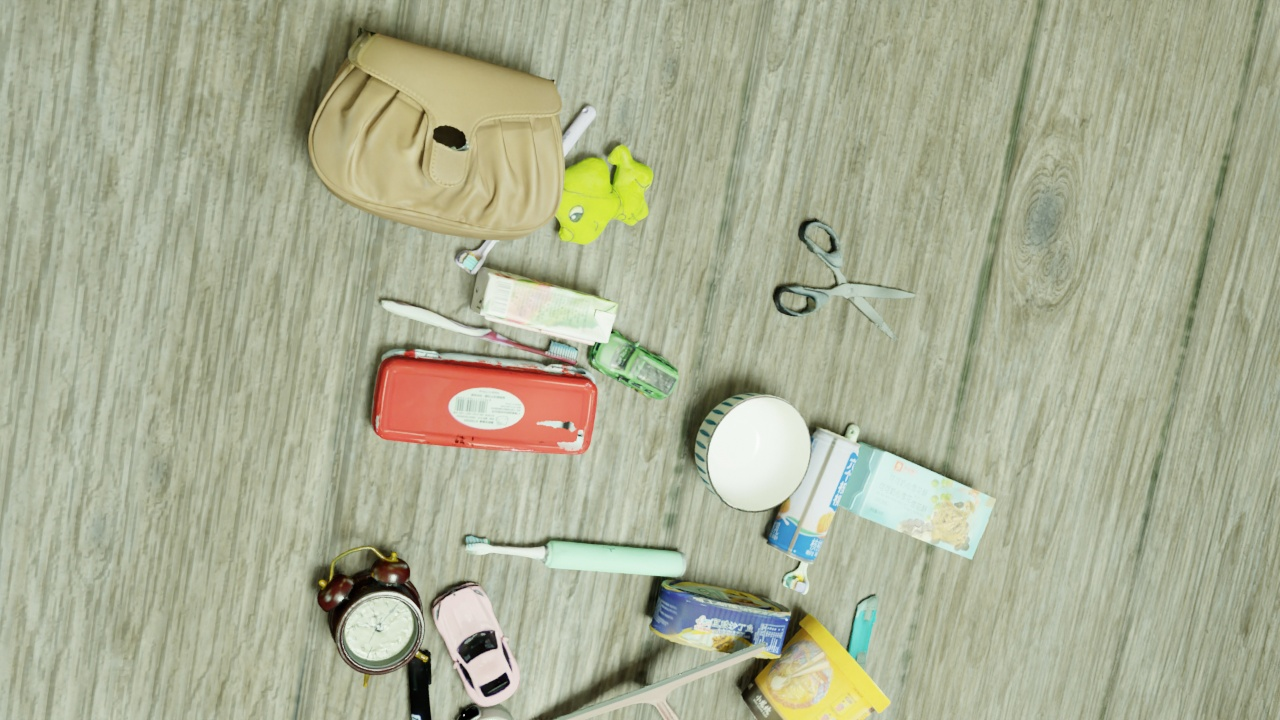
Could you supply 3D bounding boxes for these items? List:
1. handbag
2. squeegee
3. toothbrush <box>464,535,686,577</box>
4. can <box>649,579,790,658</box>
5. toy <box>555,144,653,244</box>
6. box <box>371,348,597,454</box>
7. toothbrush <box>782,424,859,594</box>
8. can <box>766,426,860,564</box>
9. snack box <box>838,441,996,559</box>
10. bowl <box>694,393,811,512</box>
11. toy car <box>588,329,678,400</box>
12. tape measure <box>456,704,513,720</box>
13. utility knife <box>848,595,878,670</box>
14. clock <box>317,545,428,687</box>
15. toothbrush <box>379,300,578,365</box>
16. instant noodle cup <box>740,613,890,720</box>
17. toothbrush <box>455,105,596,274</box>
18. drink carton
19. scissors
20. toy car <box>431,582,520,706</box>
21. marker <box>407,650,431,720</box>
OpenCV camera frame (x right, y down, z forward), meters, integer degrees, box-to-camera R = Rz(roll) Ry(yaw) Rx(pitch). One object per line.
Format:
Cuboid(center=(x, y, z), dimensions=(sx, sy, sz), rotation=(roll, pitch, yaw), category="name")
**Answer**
Cuboid(center=(-0.159, -0.179, 0.748), dimensions=(0.204, 0.100, 0.147), rotation=(9, 90, -18), category="handbag")
Cuboid(center=(0.047, 0.405, 0.948), dimensions=(0.248, 0.040, 0.250), rotation=(-22, 116, 5), category="squeegee")
Cuboid(center=(-0.059, 0.189, 0.885), dimensions=(0.224, 0.027, 0.027), rotation=(9, 123, -22), category="toothbrush")
Cuboid(center=(0.082, 0.261, 0.925), dimensions=(0.148, 0.075, 0.049), rotation=(17, 88, -23), category="can")
Cuboid(center=(-0.038, -0.152, 0.840), dimensions=(0.100, 0.031, 0.097), rotation=(7, 96, -27), category="toy")
Cuboid(center=(-0.137, 0.038, 0.829), dimensions=(0.201, 0.047, 0.086), rotation=(7, 95, -22), category="box")
Cuboid(center=(0.198, 0.158, 0.984), dimensions=(0.020, 0.029, 0.189), rotation=(23, 87, -65), category="toothbrush")
Cuboid(center=(0.181, 0.140, 0.956), dimensions=(0.053, 0.053, 0.134), rotation=(23, 89, -23), category="can")
Cuboid(center=(0.302, 0.154, 1.006), dimensions=(0.174, 0.052, 0.074), rotation=(23, 90, -23), category="snack box")
Cuboid(center=(0.103, 0.087, 0.911), dimensions=(0.116, 0.066, 0.116), rotation=(-4, 100, -22), category="bowl")
Cuboid(center=(-0.005, 0.005, 0.874), dimensions=(0.091, 0.036, 0.043), rotation=(28, 88, -19), category="toy car")
Cuboid(center=(-0.149, 0.362, 0.872), dimensions=(0.065, 0.033, 0.066), rotation=(33, 86, -24), category="tape measure")
Cuboid(center=(0.242, 0.355, 1.033), dimensions=(0.029, 0.013, 0.187), rotation=(8, 95, -22), category="utility knife")
Cuboid(center=(-0.234, 0.219, 0.805), dimensions=(0.082, 0.055, 0.122), rotation=(-19, 103, -18), category="clock")
Cuboid(center=(-0.141, -0.027, 0.827), dimensions=(0.187, 0.016, 0.017), rotation=(17, 84, -23), category="toothbrush")
Cuboid(center=(0.177, 0.347, 0.957), dimensions=(0.114, 0.118, 0.118), rotation=(-42, 110, -3), category="instant noodle cup")
Cuboid(center=(-0.099, -0.156, 0.822), dimensions=(0.189, 0.029, 0.021), rotation=(-53, 152, -8), category="toothbrush")
Cuboid(center=(-0.087, -0.047, 0.824), dimensions=(0.122, 0.053, 0.045), rotation=(13, 95, -22), category="drink carton")
Cuboid(center=(0.213, -0.077, 0.960), dimensions=(0.177, 0.014, 0.159), rotation=(-22, 108, -19), category="scissors")
Cuboid(center=(-0.152, 0.267, 0.856), dimensions=(0.056, 0.037, 0.122), rotation=(-25, 105, -18), category="toy car")
Cuboid(center=(-0.203, 0.334, 0.855), dimensions=(0.022, 0.020, 0.132), rotation=(-10, 102, -46), category="marker")
